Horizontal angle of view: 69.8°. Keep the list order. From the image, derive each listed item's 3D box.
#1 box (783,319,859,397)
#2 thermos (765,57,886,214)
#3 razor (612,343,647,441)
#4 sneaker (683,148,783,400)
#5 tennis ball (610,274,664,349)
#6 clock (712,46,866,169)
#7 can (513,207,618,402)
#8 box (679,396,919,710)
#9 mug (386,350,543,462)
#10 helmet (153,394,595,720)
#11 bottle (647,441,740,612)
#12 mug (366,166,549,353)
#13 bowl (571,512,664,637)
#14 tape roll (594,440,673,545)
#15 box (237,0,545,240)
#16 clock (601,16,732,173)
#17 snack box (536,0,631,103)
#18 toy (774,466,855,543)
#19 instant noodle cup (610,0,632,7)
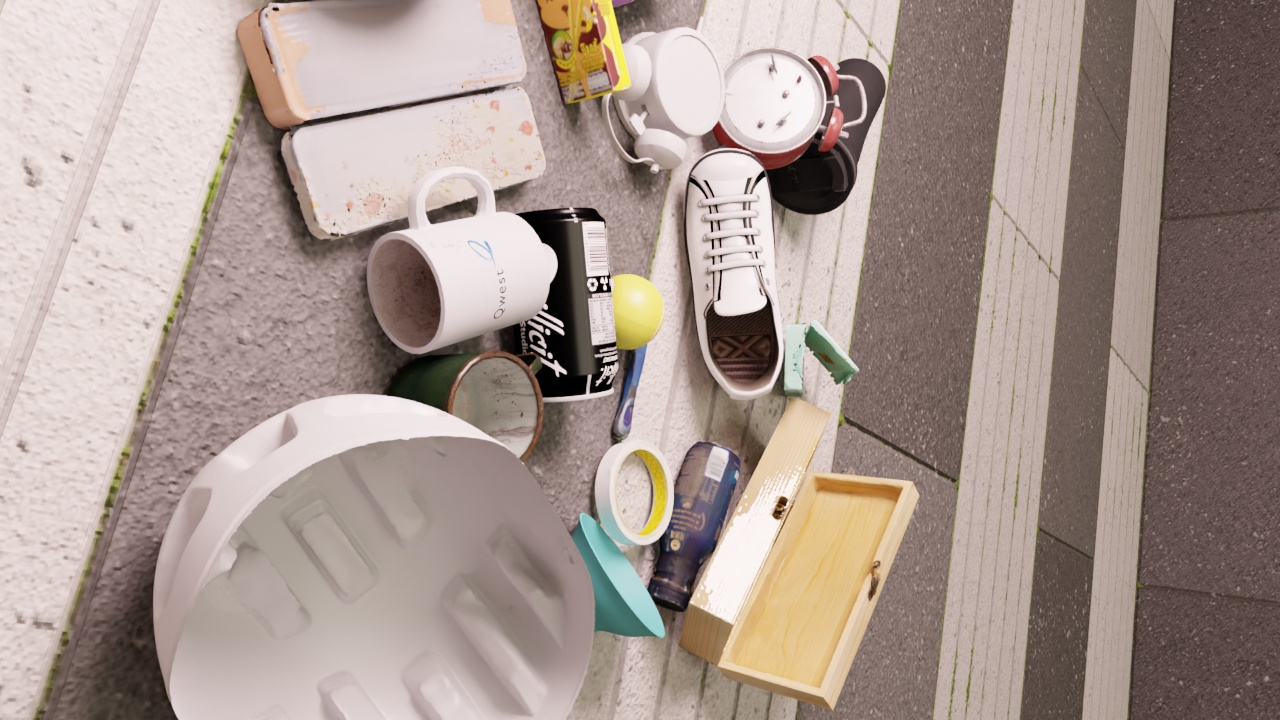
[{"bbox_3d":[0.191,-0.001,0.959,0.188,0.080,0.077,31,60,-79],"label":"box"},{"bbox_3d":[0.217,-0.263,1.045,0.106,0.106,0.218,60,43,-29],"label":"thermos"},{"bbox_3d":[-0.005,0.005,0.840,0.043,0.018,0.140,21,74,-48],"label":"razor"},{"bbox_3d":[0.089,-0.076,0.869,0.097,0.091,0.245,-77,163,-78],"label":"sneaker"},{"bbox_3d":[-0.012,-0.042,0.796,0.065,0.065,0.065,1,89,-49],"label":"tennis ball"},{"bbox_3d":[0.147,-0.255,0.916,0.062,0.157,0.110,85,-1,-83],"label":"clock"},{"bbox_3d":[-0.062,-0.044,0.726,0.080,0.080,0.146,-10,97,-49],"label":"can"},{"bbox_3d":[0.147,0.191,0.914,0.184,0.142,0.247,36,59,-5],"label":"box"},{"bbox_3d":[-0.119,0.029,0.657,0.110,0.081,0.085,-47,123,-39],"label":"mug"},{"bbox_3d":[-0.145,0.152,0.541,0.224,0.184,0.282,-39,111,-15],"label":"helmet"},{"bbox_3d":[0.049,0.156,0.872,0.056,0.056,0.160,43,59,-40],"label":"bottle"},{"bbox_3d":[-0.129,-0.074,0.643,0.096,0.083,0.120,-23,114,-47],"label":"mug"},{"bbox_3d":[-0.033,0.191,0.764,0.046,0.121,0.121,-35,124,1],"label":"bowl"},{"bbox_3d":[-0.004,0.120,0.830,0.094,0.019,0.094,14,72,-50],"label":"tape roll"},{"bbox_3d":[-0.160,-0.180,0.651,0.215,0.043,0.151,-29,116,-46],"label":"box"},{"bbox_3d":[0.015,-0.242,0.841,0.158,0.061,0.120,-47,123,-33],"label":"clock"},{"bbox_3d":[-0.054,-0.291,0.753,0.025,0.061,0.149,-31,112,-44],"label":"snack box"},{"bbox_3d":[0.221,0.192,1.062,0.175,0.076,0.132,-1,90,-42],"label":"toy"},{"bbox_3d":[0.006,-0.370,0.786,0.121,0.122,0.137,-27,155,-56],"label":"instant noodle cup"}]
